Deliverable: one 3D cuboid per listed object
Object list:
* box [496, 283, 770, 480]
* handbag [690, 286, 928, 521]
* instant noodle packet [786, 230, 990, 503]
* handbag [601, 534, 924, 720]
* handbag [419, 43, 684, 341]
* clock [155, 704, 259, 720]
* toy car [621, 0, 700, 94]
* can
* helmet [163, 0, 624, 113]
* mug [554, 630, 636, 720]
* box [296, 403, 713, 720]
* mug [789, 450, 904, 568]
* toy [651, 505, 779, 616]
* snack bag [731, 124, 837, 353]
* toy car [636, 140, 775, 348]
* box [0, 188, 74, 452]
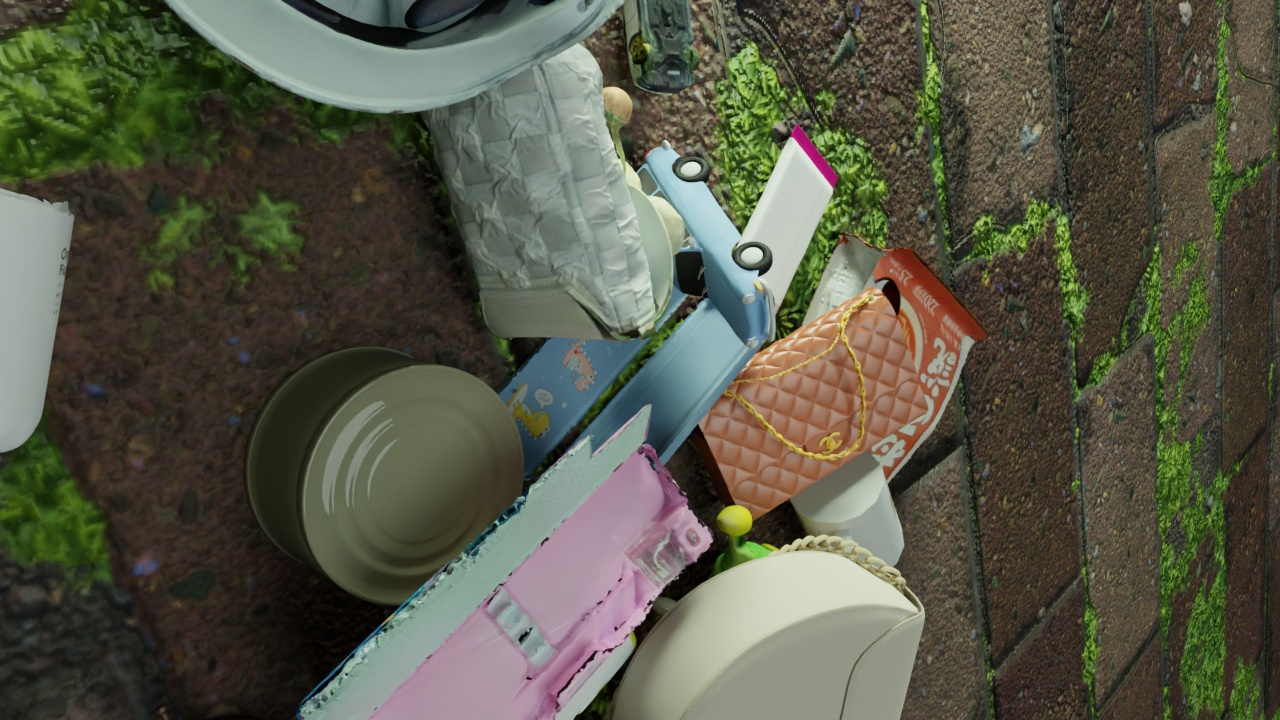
[{"bbox_3d":[-0.007,0.007,0.615,0.120,0.049,0.209,41,65,0],"label":"box"},{"bbox_3d":[0.125,0.032,0.687,0.171,0.060,0.109,-30,114,-11],"label":"handbag"},{"bbox_3d":[0.182,0.026,0.786,0.164,0.084,0.221,34,86,-40],"label":"instant noodle packet"},{"bbox_3d":[0.088,0.234,0.602,0.208,0.103,0.211,-10,119,-26],"label":"handbag"},{"bbox_3d":[-0.045,-0.100,0.522,0.123,0.113,0.171,-38,120,-42],"label":"handbag"},{"bbox_3d":[-0.196,0.249,0.466,0.157,0.072,0.120,43,69,-36],"label":"clock"},{"bbox_3d":[0.009,-0.227,0.598,0.047,0.033,0.105,-12,100,-38],"label":"toy car"},{"bbox_3d":[-0.134,0.059,0.490,0.127,0.073,0.128,-8,102,-41],"label":"can"},{"bbox_3d":[-0.121,-0.235,0.396,0.236,0.164,0.264,26,85,-34],"label":"helmet"},{"bbox_3d":[-0.067,0.188,0.565,0.106,0.083,0.082,-45,123,-26],"label":"mug"},{"bbox_3d":[-0.066,0.122,0.482,0.230,0.066,0.159,-43,135,-25],"label":"box"},{"bbox_3d":[0.167,0.136,0.735,0.105,0.074,0.089,-84,155,-44],"label":"mug"},{"bbox_3d":[0.081,0.165,0.687,0.131,0.124,0.096,31,53,-58],"label":"toy"},{"bbox_3d":[0.098,-0.083,0.710,0.070,0.016,0.196,38,72,-40],"label":"snack bag"},{"bbox_3d":[0.038,-0.073,0.581,0.054,0.153,0.056,-24,146,-6],"label":"toy car"},{"bbox_3d":[-0.291,-0.040,0.335,0.143,0.083,0.136,13,87,-36],"label":"box"}]
